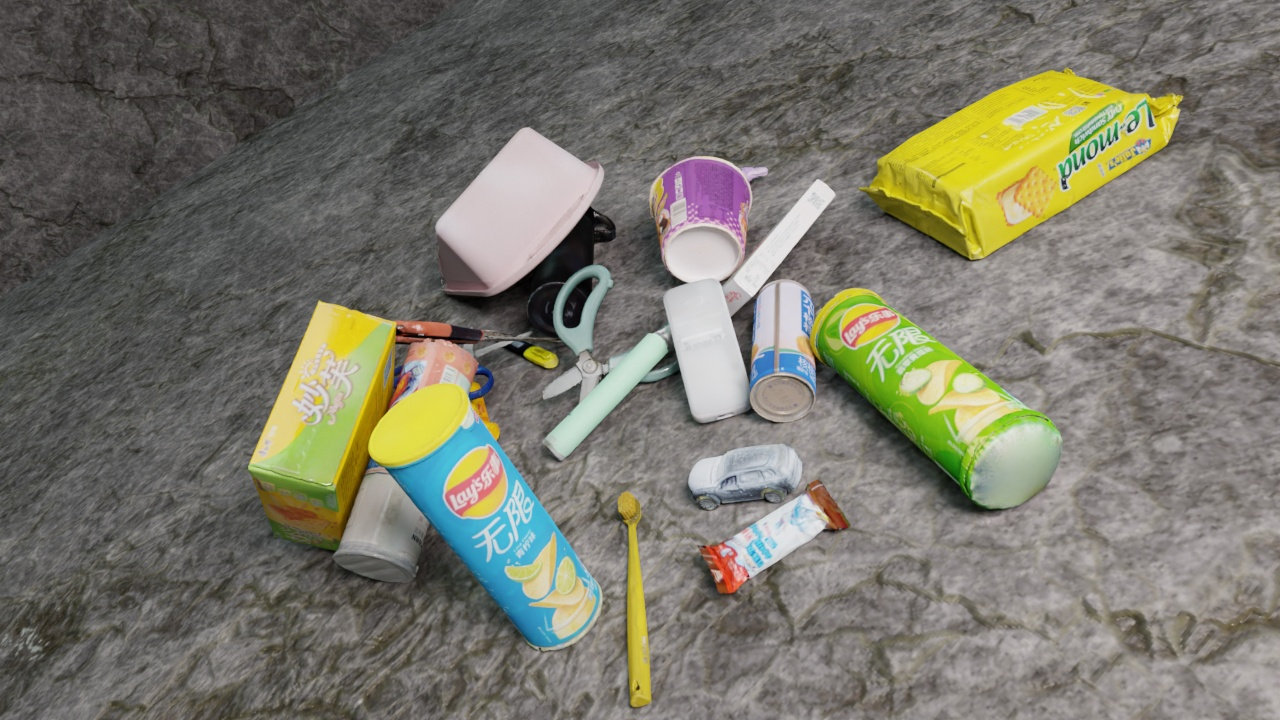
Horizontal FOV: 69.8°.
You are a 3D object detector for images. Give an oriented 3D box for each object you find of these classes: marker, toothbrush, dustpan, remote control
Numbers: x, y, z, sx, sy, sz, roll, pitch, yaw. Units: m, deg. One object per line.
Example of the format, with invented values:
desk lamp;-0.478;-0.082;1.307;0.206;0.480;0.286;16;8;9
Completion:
marker;-0.127;-0.013;1.005;0.018;0.015;0.124;-39;33;-22
toothbrush;-0.005;0.005;0.847;0.224;0.026;0.027;-46;-5;-6
toothbrush;-0.006;0.167;0.676;0.016;0.016;0.189;-21;34;12
dustpan;-0.139;-0.154;1.110;0.222;0.139;0.273;-52;-4;-8
remote control;0.059;-0.010;0.812;0.056;0.020;0.135;-17;61;6

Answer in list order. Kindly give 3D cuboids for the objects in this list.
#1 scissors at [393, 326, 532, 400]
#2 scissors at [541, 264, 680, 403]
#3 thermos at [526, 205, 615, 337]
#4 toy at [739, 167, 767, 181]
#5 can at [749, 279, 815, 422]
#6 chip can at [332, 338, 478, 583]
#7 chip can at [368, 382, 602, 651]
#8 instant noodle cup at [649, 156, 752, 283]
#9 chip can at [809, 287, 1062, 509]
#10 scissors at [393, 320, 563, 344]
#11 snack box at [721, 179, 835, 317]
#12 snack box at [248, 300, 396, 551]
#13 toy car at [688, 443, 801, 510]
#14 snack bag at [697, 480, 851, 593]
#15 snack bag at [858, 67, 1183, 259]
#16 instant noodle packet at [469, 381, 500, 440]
scissors;-0.188;0.002;0.974;0.172;0.012;0.162;-21;29;-20
scissors;-0.034;-0.030;0.896;0.170;0.019;0.181;-29;63;-4
thermos;-0.075;-0.118;1.059;0.090;0.068;0.242;-2;34;2
toy;0.093;-0.192;1.060;0.084;0.039;0.107;7;45;29
can;0.122;-0.012;0.786;0.053;0.053;0.134;-14;36;21
chip can;-0.207;0.086;0.832;0.071;0.071;0.214;-7;55;29
chip can;-0.101;0.114;0.640;0.071;0.210;0.071;-20;34;14
instant noodle cup;0.065;-0.140;0.960;0.112;0.111;0.099;-17;45;18
chip can;0.206;0.021;0.665;0.072;0.072;0.221;-31;34;-3
scissors;-0.175;-0.024;0.931;0.189;0.226;0.015;-2;84;40
snack box;0.124;-0.104;0.892;0.156;0.027;0.085;-48;0;-27
snack box;-0.275;0.067;0.815;0.070;0.211;0.157;17;62;-8
toy car;0.079;0.087;0.707;0.091;0.034;0.042;-12;41;26
snack bag;0.094;0.125;0.652;0.104;0.026;0.048;-29;45;0
snack bag;0.347;-0.195;0.853;0.246;0.068;0.158;-30;34;-4
instant noodle packet;-0.206;0.066;0.934;0.110;0.044;0.128;-28;33;-7
